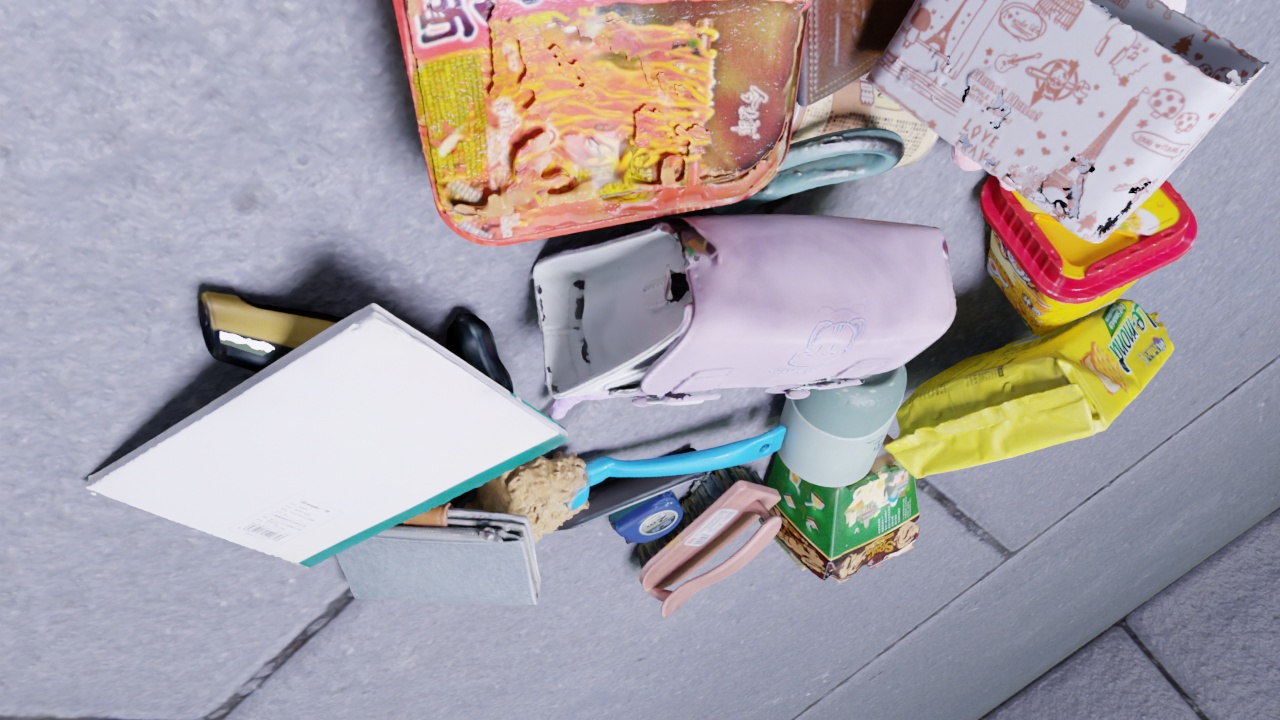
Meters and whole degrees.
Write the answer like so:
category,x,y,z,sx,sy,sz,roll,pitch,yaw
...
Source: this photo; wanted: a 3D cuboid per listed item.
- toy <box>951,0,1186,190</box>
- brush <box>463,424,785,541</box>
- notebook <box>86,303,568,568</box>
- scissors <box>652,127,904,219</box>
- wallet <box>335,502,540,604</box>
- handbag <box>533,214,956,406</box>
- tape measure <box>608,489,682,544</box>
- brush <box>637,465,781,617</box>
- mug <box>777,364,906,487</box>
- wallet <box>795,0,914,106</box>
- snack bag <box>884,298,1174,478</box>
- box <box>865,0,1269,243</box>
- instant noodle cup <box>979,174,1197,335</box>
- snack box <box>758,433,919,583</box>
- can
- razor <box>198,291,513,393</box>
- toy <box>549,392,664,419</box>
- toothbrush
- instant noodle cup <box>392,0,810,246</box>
category,x,y,z,sx,sy,sz,roll,pitch,yaw
toy,0.258,-0.181,0.563,0.121,0.054,0.160,13,124,-35
brush,-0.006,0.084,0.674,0.254,0.046,0.083,-10,135,-18
notebook,-0.165,0.054,0.497,0.209,0.012,0.150,-27,140,21
scissors,0.075,-0.085,0.530,0.171,0.019,0.181,-16,167,25
wallet,-0.135,0.127,0.614,0.130,0.036,0.107,3,137,2
handbag,0.061,-0.027,0.520,0.196,0.098,0.145,-2,167,-35
tape measure,0.006,0.127,0.758,0.058,0.025,0.054,-31,146,4
brush,0.054,0.156,0.787,0.146,0.073,0.063,-45,143,20
mug,0.163,0.026,0.719,0.111,0.082,0.107,-46,155,-37
wallet,0.093,-0.187,0.408,0.101,0.032,0.125,-40,138,-32
snack bag,0.321,0.016,0.749,0.245,0.068,0.158,-21,177,-46
box,0.221,-0.181,0.407,0.180,0.157,0.198,-23,149,-51
instant noodle cup,0.315,-0.086,0.673,0.116,0.116,0.124,-26,155,0
snack box,0.175,0.108,0.802,0.118,0.117,0.106,-21,130,-20
can,0.106,-0.137,0.498,0.116,0.058,0.059,-2,134,-34
razor,-0.144,-0.005,0.482,0.167,0.062,0.067,15,93,-39
toy,-0.004,0.003,0.596,0.107,0.039,0.084,-7,136,-34
toothbrush,-0.049,0.117,0.705,0.212,0.026,0.027,-21,130,-15
instant noodle cup,-0.015,-0.142,0.373,0.164,0.079,0.189,-11,138,-11
